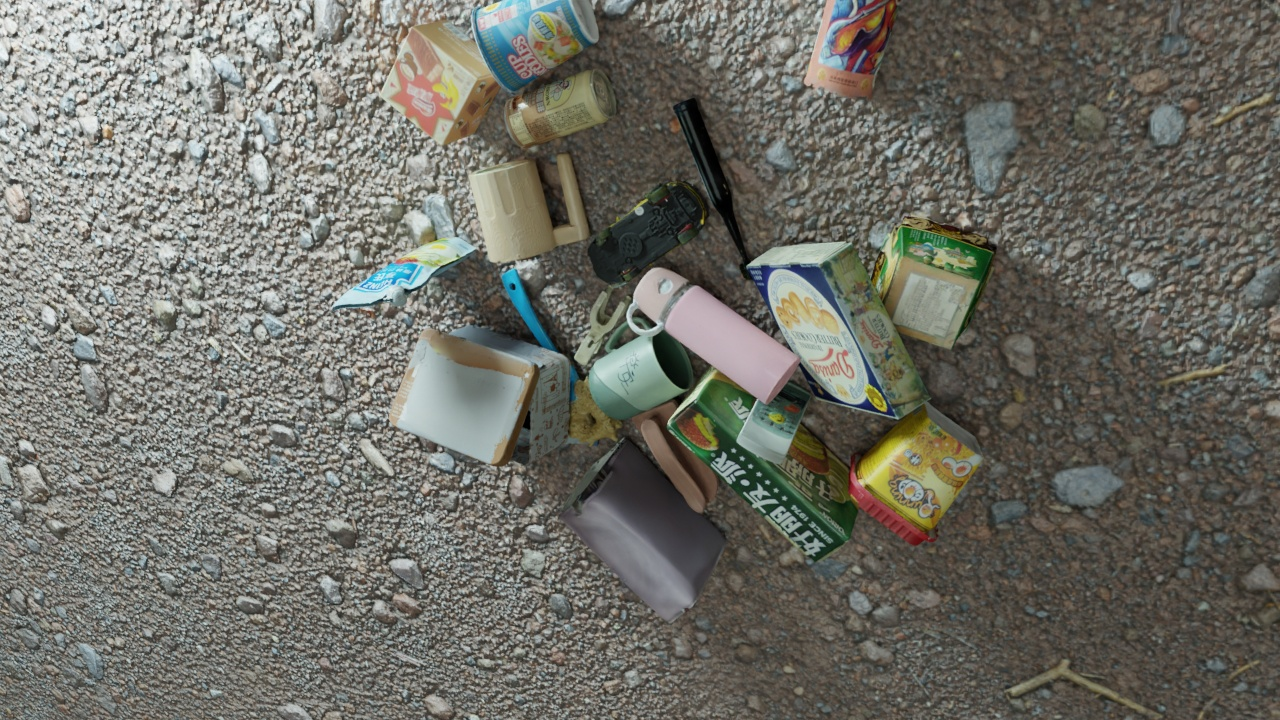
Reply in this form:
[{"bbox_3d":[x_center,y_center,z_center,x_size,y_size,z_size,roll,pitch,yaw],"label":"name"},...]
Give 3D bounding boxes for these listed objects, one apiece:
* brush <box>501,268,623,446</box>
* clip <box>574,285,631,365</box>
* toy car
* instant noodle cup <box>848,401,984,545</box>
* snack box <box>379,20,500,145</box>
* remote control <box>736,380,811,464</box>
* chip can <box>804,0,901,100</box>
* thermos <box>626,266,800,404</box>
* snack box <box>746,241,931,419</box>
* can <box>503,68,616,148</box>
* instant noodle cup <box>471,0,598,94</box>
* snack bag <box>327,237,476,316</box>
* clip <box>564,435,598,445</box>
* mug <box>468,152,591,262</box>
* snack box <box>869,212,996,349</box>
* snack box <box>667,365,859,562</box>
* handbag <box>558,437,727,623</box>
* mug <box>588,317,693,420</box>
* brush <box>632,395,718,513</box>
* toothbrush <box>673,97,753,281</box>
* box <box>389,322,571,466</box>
[{"bbox_3d":[-0.105,-0.001,1.163,0.083,0.045,0.254,-25,98,35],"label":"brush"},{"bbox_3d":[-0.044,-0.046,1.130,0.034,0.076,0.104,29,130,4],"label":"clip"},{"bbox_3d":[0.005,-0.146,1.052,0.156,0.041,0.071,-33,99,28],"label":"toy car"},{"bbox_3d":[0.311,0.121,1.029,0.116,0.115,0.124,36,109,2],"label":"instant noodle cup"},{"bbox_3d":[-0.222,-0.314,1.038,0.093,0.076,0.095,39,121,0],"label":"snack box"},{"bbox_3d":[0.153,0.064,1.040,0.056,0.134,0.019,28,127,8],"label":"remote control"},{"bbox_3d":[0.215,-0.359,0.858,0.071,0.071,0.215,19,120,11],"label":"chip can"},{"bbox_3d":[0.077,-0.026,1.043,0.198,0.087,0.067,36,166,14],"label":"thermos"},{"bbox_3d":[0.202,-0.034,0.961,0.045,0.178,0.182,-32,102,-11],"label":"snack box"},{"bbox_3d":[-0.090,-0.278,1.017,0.116,0.058,0.058,-12,109,25],"label":"can"},{"bbox_3d":[-0.107,-0.351,0.975,0.110,0.099,0.099,-18,106,19],"label":"instant noodle cup"},{"bbox_3d":[-0.281,-0.100,1.095,0.110,0.190,0.039,2,115,20],"label":"snack bag"},{"bbox_3d":[-0.083,0.100,1.212,0.056,0.027,0.024,7,118,7],"label":"clip"},{"bbox_3d":[-0.130,-0.180,1.073,0.124,0.084,0.103,-13,109,0],"label":"mug"},{"bbox_3d":[0.294,-0.073,0.941,0.118,0.105,0.118,20,119,12],"label":"snack box"},{"bbox_3d":[0.151,0.114,1.075,0.240,0.114,0.063,43,125,-2],"label":"snack box"},{"bbox_3d":[0.001,0.218,1.164,0.197,0.144,0.099,45,118,-2],"label":"handbag"},{"bbox_3d":[-0.007,0.007,1.112,0.107,0.082,0.111,-28,71,29],"label":"mug"},{"bbox_3d":[0.049,0.119,1.142,0.063,0.072,0.145,-23,106,27],"label":"brush"},{"bbox_3d":[0.087,-0.184,1.015,0.027,0.026,0.213,5,122,57],"label":"toothbrush"},{"bbox_3d":[-0.199,0.046,1.127,0.182,0.157,0.149,19,121,30],"label":"box"}]
